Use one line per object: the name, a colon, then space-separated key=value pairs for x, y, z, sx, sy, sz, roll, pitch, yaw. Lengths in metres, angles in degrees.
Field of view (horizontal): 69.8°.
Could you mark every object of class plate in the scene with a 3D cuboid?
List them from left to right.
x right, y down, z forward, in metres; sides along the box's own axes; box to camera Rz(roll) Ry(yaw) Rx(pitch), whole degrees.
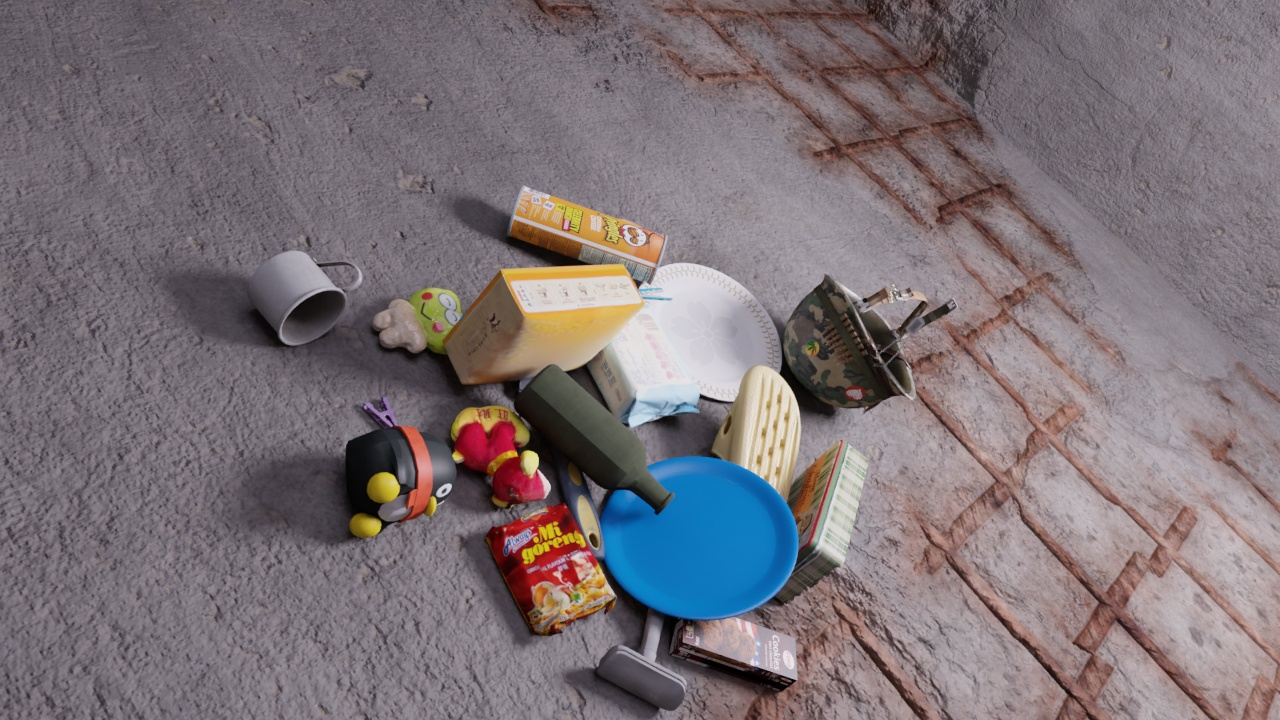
plate: x=0.065 y=0.201 z=1.043 sx=0.224 sy=0.024 sz=0.223 roll=0 pitch=43 yaw=0
plate: x=0.099 y=-0.042 z=1.346 sx=0.242 sy=0.016 sz=0.242 roll=15 pitch=52 yaw=-20

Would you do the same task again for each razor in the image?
razor: x=0.010 y=0.292 z=0.953 sx=0.088 sy=0.047 sz=0.116 roll=30 pitch=32 yaw=-6

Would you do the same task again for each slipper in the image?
slipper: x=0.140 y=0.134 z=1.175 sx=0.111 sy=0.079 sz=0.260 roll=31 pitch=55 yaw=-27

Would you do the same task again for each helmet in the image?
helmet: x=0.334 y=-0.034 z=1.347 sx=0.224 sy=0.236 sz=0.192 roll=49 pitch=17 yaw=31

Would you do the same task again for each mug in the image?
mug: x=-0.365 y=-0.078 z=1.007 sx=0.113 sy=0.084 sz=0.070 roll=-42 pitch=74 yaw=-11

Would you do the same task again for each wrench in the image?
wrench: x=-0.090 y=0.113 z=1.072 sx=0.073 sy=0.022 sz=0.273 roll=5 pitch=47 yaw=-33

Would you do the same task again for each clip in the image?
clip: x=-0.279 y=0.058 z=1.003 sx=0.050 sy=0.014 sz=0.046 roll=31 pitch=37 yaw=0

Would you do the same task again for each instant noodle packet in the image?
instant noodle packet: x=-0.092 y=0.217 z=0.956 sx=0.098 sy=0.040 sz=0.135 roll=-15 pitch=61 yaw=-35

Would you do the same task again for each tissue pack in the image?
tissue pack: x=-0.007 y=0.007 z=1.200 sx=0.111 sy=0.070 sz=0.181 roll=-5 pitch=56 yaw=-39

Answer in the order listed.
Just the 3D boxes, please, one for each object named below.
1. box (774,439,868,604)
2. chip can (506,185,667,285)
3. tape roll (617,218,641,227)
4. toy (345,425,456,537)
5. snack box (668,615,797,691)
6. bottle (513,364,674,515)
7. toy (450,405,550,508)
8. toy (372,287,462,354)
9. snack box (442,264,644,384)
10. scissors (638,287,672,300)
box: x=0.215 y=0.196 z=1.132 sx=0.050 sy=0.118 sz=0.204 roll=38 pitch=41 yaw=-4
chip can: x=-0.075 y=-0.177 z=1.303 sx=0.215 sy=0.075 sz=0.075 roll=18 pitch=41 yaw=-5
tape roll: x=-0.019 y=-0.174 z=1.402 sx=0.094 sy=0.027 sz=0.093 roll=19 pitch=42 yaw=-19
toy: x=-0.232 y=0.113 z=0.916 sx=0.119 sy=0.098 sz=0.099 roll=0 pitch=47 yaw=-39
snack box: x=0.101 y=0.312 z=1.000 sx=0.141 sy=0.032 sz=0.050 roll=23 pitch=41 yaw=-15
bottle: x=-0.048 y=0.095 z=1.046 sx=0.207 sy=0.072 sz=0.071 roll=42 pitch=40 yaw=3
toy: x=-0.159 y=0.101 z=1.008 sx=0.105 sy=0.067 sz=0.137 roll=-10 pitch=49 yaw=-37
toy: x=-0.259 y=-0.044 z=1.093 sx=0.115 sy=0.046 sz=0.092 roll=-14 pitch=65 yaw=-33
snack box: x=-0.110 y=-0.038 z=1.081 sx=0.194 sy=0.145 sz=0.080 roll=-9 pitch=65 yaw=-47
scissors: x=-0.026 y=-0.095 z=1.283 sx=0.133 sy=0.012 sz=0.134 roll=-13 pitch=23 yaw=-39
